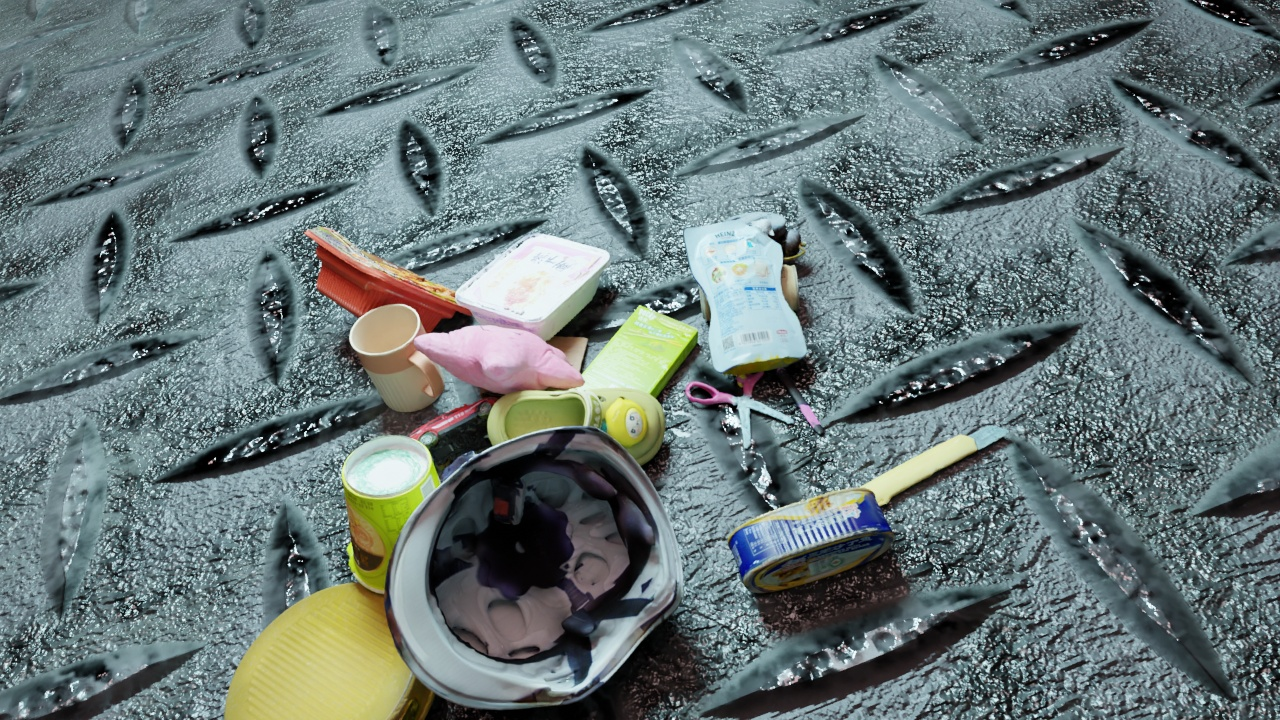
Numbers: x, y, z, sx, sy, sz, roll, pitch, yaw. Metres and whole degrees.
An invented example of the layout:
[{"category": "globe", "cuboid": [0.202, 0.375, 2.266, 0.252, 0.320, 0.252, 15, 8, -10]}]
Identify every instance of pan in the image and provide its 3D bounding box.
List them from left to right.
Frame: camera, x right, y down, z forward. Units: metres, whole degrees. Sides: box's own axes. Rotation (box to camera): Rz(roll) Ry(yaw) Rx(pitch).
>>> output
[{"category": "pan", "cuboid": [-0.215, 0.326, 0.809, 0.358, 0.078, 0.197, 17, 54, 33]}]

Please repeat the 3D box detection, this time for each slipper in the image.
[{"category": "slipper", "cuboid": [-0.062, 0.071, 0.955, 0.190, 0.082, 0.091, 2, 85, -12]}]

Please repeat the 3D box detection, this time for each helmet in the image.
[{"category": "helmet", "cuboid": [-0.104, 0.182, 0.827, 0.258, 0.146, 0.229, -32, 93, -20]}]

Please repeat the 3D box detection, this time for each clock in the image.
[{"category": "clock", "cuboid": [0.152, -0.146, 1.149, 0.081, 0.055, 0.122, -27, 32, -33]}]

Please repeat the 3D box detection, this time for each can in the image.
[{"category": "can", "cuboid": [0.131, -0.082, 1.107, 0.116, 0.059, 0.058, -6, 47, 7]}, {"category": "can", "cuboid": [0.159, 0.169, 0.857, 0.148, 0.075, 0.049, -16, 50, -3]}]

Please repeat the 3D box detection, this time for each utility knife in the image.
[{"category": "utility knife", "cuboid": [0.290, 0.106, 0.926, 0.188, 0.020, 0.031, -28, 52, -6]}]

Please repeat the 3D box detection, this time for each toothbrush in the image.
[{"category": "toothbrush", "cuboid": [0.161, 0.014, 1.041, 0.014, 0.018, 0.189, -20, 48, -9]}]

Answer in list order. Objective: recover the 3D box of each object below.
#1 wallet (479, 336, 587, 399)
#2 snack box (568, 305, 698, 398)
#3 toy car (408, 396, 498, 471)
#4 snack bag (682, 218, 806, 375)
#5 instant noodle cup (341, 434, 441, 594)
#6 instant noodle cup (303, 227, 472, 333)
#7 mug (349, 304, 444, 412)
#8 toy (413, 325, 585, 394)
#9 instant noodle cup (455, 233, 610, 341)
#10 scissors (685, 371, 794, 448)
[{"category": "wallet", "cuboid": [-0.127, 0.008, 1.106, 0.115, 0.020, 0.101, 3, 47, 10]}, {"category": "snack box", "cuboid": [-0.006, 0.006, 1.071, 0.086, 0.026, 0.156, 24, 56, 22]}, {"category": "toy car", "cuboid": [-0.205, 0.080, 1.030, 0.120, 0.053, 0.045, -25, 45, -10]}, {"category": "snack bag", "cuboid": [0.119, -0.079, 1.056, 0.110, 0.039, 0.190, -14, 68, 6]}, {"category": "instant noodle cup", "cuboid": [-0.231, 0.139, 0.869, 0.111, 0.124, 0.111, 0, 40, 0]}, {"category": "instant noodle cup", "cuboid": [-0.323, -0.090, 1.161, 0.164, 0.188, 0.079, 29, 94, 34]}, {"category": "mug", "cuboid": [-0.273, 0.005, 1.078, 0.114, 0.106, 0.081, 27, 58, 31]}, {"category": "toy", "cuboid": [-0.151, -0.001, 1.033, 0.195, 0.178, 0.074, 14, 94, 43]}, {"category": "instant noodle cup", "cuboid": [-0.131, -0.085, 1.152, 0.138, 0.060, 0.173, 18, 43, 26]}, {"category": "scissors", "cuboid": [0.108, 0.043, 1.027, 0.131, 0.017, 0.133, -3, 51, 6]}]
